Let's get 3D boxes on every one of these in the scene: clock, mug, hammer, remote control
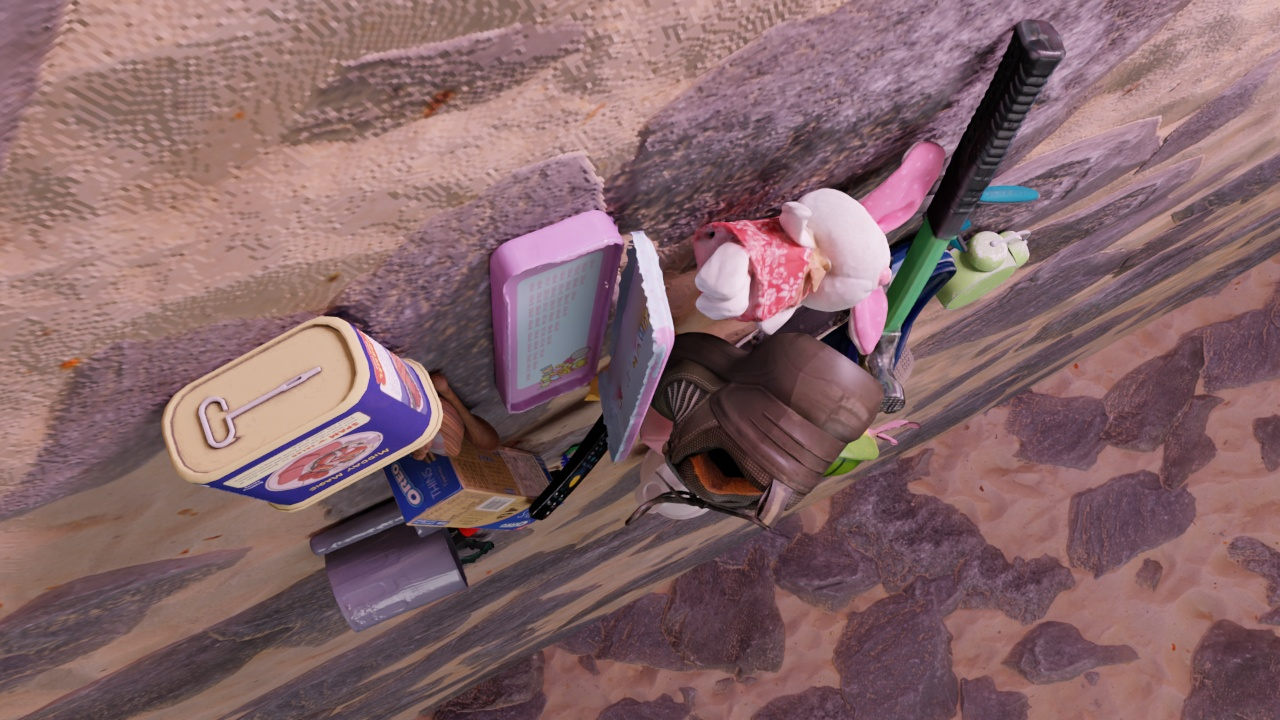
[{"bbox_3d":[0.337,-0.093,0.919,0.094,0.042,0.120,-11,156,-45],"label":"clock"},{"bbox_3d":[-0.221,0.173,0.812,0.104,0.083,0.124,-22,138,-10],"label":"mug"},{"bbox_3d":[0.212,-0.096,0.651,0.032,0.130,0.320,3,146,-5],"label":"hammer"},{"bbox_3d":[-0.043,0.074,0.780,0.152,0.020,0.041,-52,163,-4],"label":"remote control"}]

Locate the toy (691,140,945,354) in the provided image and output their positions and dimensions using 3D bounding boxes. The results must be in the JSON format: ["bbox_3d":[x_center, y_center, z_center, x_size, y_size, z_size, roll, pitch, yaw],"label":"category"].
[{"bbox_3d":[0.113,-0.066,0.597,0.193,0.084,0.159,-12,128,-35],"label":"toy"}]

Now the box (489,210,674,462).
[{"bbox_3d":[-0.034,0.005,0.569,0.089,0.092,0.215,-23,162,-17],"label":"box"}]

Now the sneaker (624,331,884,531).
[{"bbox_3d":[0.054,0.063,0.609,0.142,0.101,0.238,-61,-162,-10],"label":"sneaker"}]

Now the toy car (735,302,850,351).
[{"bbox_3d":[0.140,-0.029,0.826,0.113,0.039,0.039,-35,-178,20],"label":"toy car"}]

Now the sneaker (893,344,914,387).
[{"bbox_3d":[0.194,0.054,1.026,0.241,0.089,0.102,-26,157,-10],"label":"sneaker"}]

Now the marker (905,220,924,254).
[{"bbox_3d":[0.233,-0.117,0.705,0.017,0.021,0.124,-7,150,-11],"label":"marker"}]

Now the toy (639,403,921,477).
[{"bbox_3d":[0.120,0.055,0.792,0.238,0.088,0.190,5,-174,-10],"label":"toy"}]

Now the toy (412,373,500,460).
[{"bbox_3d":[-0.135,0.045,0.623,0.054,0.041,0.102,-47,158,-14],"label":"toy"}]

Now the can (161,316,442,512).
[{"bbox_3d":[-0.178,0.031,0.492,0.116,0.056,0.092,-28,161,1],"label":"can"}]

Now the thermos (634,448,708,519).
[{"bbox_3d":[0.076,0.130,1.096,0.099,0.099,0.220,-34,166,20],"label":"thermos"}]

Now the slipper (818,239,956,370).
[{"bbox_3d":[0.200,-0.012,0.868,0.104,0.095,0.254,-14,155,-44],"label":"slipper"}]

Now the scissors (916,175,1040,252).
[{"bbox_3d":[0.274,-0.126,0.755,0.124,0.019,0.156,-23,156,5],"label":"scissors"}]

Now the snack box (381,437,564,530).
[{"bbox_3d":[-0.133,0.105,0.764,0.057,0.056,0.206,-33,162,8],"label":"snack box"}]

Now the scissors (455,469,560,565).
[{"bbox_3d":[-0.160,0.175,0.984,0.201,0.015,0.202,-27,160,1],"label":"scissors"}]

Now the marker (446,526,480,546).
[{"bbox_3d":[-0.197,0.180,0.910,0.145,0.021,0.023,-35,122,20],"label":"marker"}]

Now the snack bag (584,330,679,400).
[{"bbox_3d":[-0.004,0.004,0.730,0.099,0.020,0.026,-37,152,26],"label":"snack bag"}]

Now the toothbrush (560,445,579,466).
[{"bbox_3d":[-0.020,0.054,0.856,0.016,0.015,0.187,-3,150,-44],"label":"toothbrush"}]
